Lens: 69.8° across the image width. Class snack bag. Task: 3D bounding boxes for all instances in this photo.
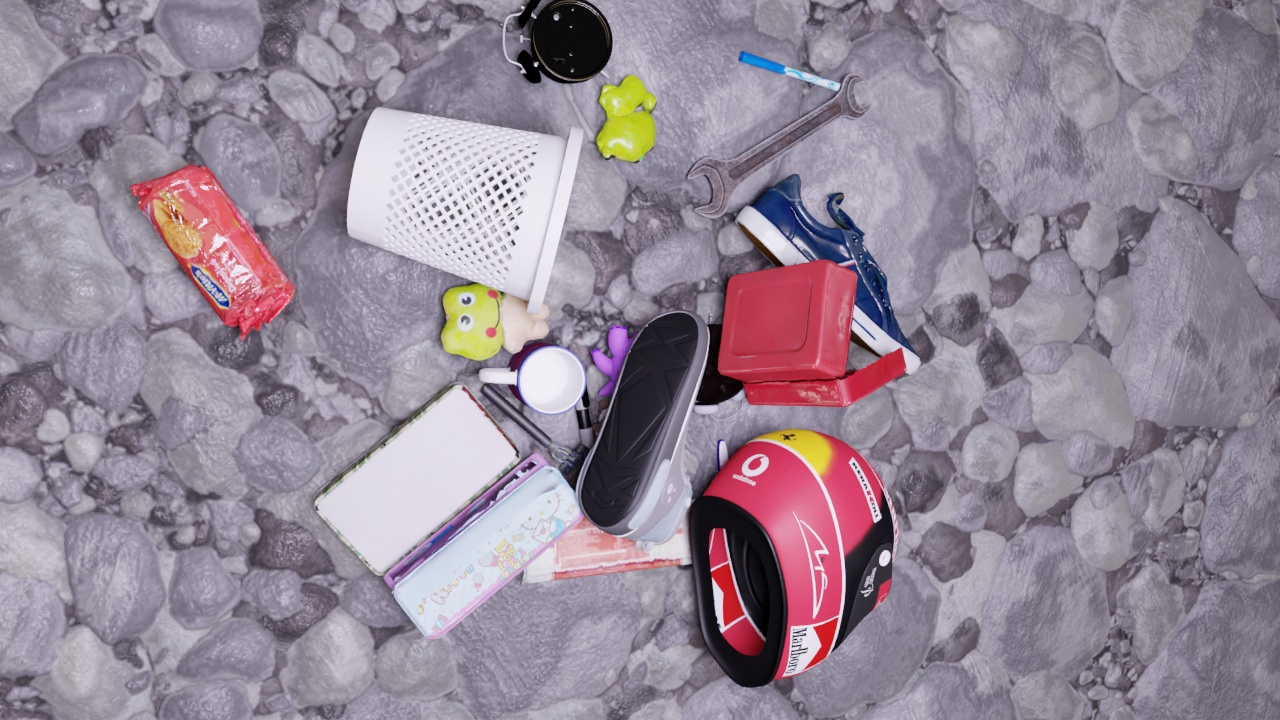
[{"bbox_3d":[-0.417,-0.112,0.909,0.082,0.082,0.176,-35,104,-12],"label":"snack bag"},{"bbox_3d":[-0.032,0.211,1.075,0.225,0.041,0.077,-3,95,-15],"label":"snack bag"}]

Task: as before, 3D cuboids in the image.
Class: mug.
[{"bbox_3d":[-0.123,0.018,1.011,0.111,0.076,0.075,3,94,-17],"label":"mug"}]

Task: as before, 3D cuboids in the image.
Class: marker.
[{"bbox_3d":[0.185,-0.348,1.109,0.141,0.013,0.013,11,91,-18],"label":"marker"},{"bbox_3d":[-0.061,0.097,1.068,0.016,0.016,0.140,-12,98,-16],"label":"marker"}]

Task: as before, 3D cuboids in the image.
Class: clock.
[{"bbox_3d":[-0.091,-0.349,1.007,0.120,0.042,0.091,-1,95,-17],"label":"clock"},{"bbox_3d":[0.085,0.013,1.097,0.094,0.035,0.122,-26,102,-14],"label":"clock"}]

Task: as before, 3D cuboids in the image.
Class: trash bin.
[{"bbox_3d":[-0.179,-0.164,0.932,0.199,0.195,0.195,14,90,-8],"label":"trash bin"}]

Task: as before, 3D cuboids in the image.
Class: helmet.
[{"bbox_3d":[0.185,0.211,1.055,0.224,0.198,0.271,-16,108,-33],"label":"helmet"}]

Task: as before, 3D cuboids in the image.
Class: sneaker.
[{"bbox_3d":[0.254,-0.109,1.105,0.127,0.120,0.294,-44,103,4],"label":"sneaker"},{"bbox_3d":[0.031,0.082,1.022,0.160,0.093,0.256,40,68,-54],"label":"sneaker"}]

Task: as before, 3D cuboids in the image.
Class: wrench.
[{"bbox_3d":[0.169,-0.262,1.106,0.273,0.010,0.070,-34,106,-9],"label":"wrench"}]

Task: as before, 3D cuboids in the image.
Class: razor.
[{"bbox_3d":[-0.124,0.077,1.041,0.144,0.022,0.043,40,102,-13],"label":"razor"}]

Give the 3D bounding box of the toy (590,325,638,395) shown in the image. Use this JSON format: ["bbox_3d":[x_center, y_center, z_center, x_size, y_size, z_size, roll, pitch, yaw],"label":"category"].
[{"bbox_3d":[-0.006,0.006,1.058,0.106,0.056,0.088,9,95,-6],"label":"toy"}]

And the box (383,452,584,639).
[{"bbox_3d":[-0.162,0.201,0.991,0.214,0.089,0.093,-39,81,-12],"label":"box"}]

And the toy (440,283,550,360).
[{"bbox_3d":[-0.157,-0.044,1.000,0.117,0.043,0.092,1,64,-10],"label":"toy"}]

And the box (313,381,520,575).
[{"bbox_3d":[-0.241,0.126,0.999,0.205,0.050,0.117,-42,103,-10],"label":"box"}]

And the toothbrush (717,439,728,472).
[{"bbox_3d":[0.104,0.189,1.127,0.015,0.016,0.187,-5,96,-17],"label":"toothbrush"}]

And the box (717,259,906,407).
[{"bbox_3d":[0.179,-0.032,1.031,0.151,0.158,0.165,-31,108,-37],"label":"box"}]

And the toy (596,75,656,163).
[{"bbox_3d":[-0.016,-0.271,1.042,0.094,0.036,0.093,-32,98,-19],"label":"toy"}]

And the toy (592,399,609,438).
[{"bbox_3d":[-0.013,0.089,1.065,0.102,0.054,0.042,41,120,-11],"label":"toy"}]
